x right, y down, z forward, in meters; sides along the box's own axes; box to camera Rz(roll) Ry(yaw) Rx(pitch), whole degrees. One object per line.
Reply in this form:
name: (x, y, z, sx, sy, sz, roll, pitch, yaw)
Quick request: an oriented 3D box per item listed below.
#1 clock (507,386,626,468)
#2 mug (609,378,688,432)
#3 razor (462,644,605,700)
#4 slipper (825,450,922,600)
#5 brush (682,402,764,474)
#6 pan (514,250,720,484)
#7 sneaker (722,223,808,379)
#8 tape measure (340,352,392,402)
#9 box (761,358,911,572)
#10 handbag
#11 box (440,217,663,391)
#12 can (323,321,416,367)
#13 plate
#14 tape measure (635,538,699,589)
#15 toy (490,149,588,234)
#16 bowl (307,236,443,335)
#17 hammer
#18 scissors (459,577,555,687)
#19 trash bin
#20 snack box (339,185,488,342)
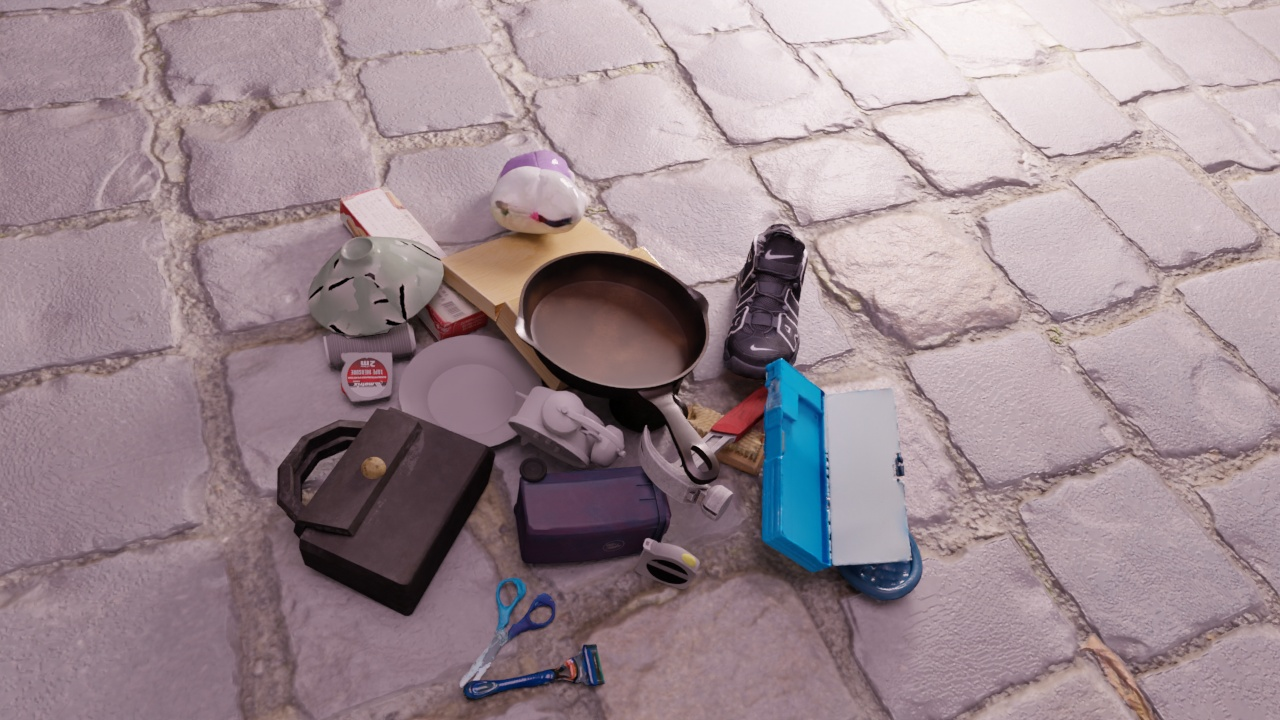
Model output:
clock: (-0.083, 0.080, 1.042, 0.159, 0.120, 0.061, 8, 63, 52)
mug: (0.015, 0.044, 1.126, 0.084, 0.081, 0.111, -35, 64, -31)
razor: (-0.109, 0.321, 0.927, 0.140, 0.018, 0.043, -7, 57, -13)
slipper: (0.253, 0.180, 1.074, 0.103, 0.059, 0.213, -17, 55, -24)
brush: (0.102, 0.093, 1.129, 0.117, 0.039, 0.049, 26, 51, 6)
pan: (-0.006, 0.006, 1.059, 0.248, 0.043, 0.355, -12, 52, -26)
sneaker: (0.173, -0.091, 1.200, 0.097, 0.151, 0.251, 11, 41, 3)
tape measure: (-0.332, 0.019, 1.111, 0.060, 0.020, 0.062, -1, 84, -20)
box: (0.213, 0.124, 1.055, 0.167, 0.075, 0.243, 13, 50, -6)
handbag: (-0.289, 0.135, 0.990, 0.199, 0.103, 0.196, 20, 51, 7)
box: (-0.094, -0.094, 1.211, 0.257, 0.076, 0.246, 38, 44, 27)
can: (-0.336, -0.020, 1.142, 0.106, 0.044, 0.044, -10, 54, -17)
plate: (-0.208, 0.042, 1.131, 0.172, 0.019, 0.172, 5, 51, -6)
tape measure: (0.029, 0.222, 1.000, 0.065, 0.064, 0.016, 22, 51, 2)
toy: (-0.140, -0.240, 1.291, 0.137, 0.086, 0.209, 2, 28, -8)
bowl: (-0.340, -0.117, 1.141, 0.174, 0.068, 0.173, -5, 51, 6)
hammer: (0.112, 0.075, 1.092, 0.126, 0.036, 0.314, 32, 35, 19)
scissors: (-0.140, 0.290, 0.950, 0.073, 0.016, 0.133, 26, 53, 8)
trash bin: (-0.053, 0.165, 1.014, 0.160, 0.094, 0.092, -3, 52, -15)
snack box: (-0.309, -0.133, 1.239, 0.076, 0.044, 0.273, -26, 61, -33)
